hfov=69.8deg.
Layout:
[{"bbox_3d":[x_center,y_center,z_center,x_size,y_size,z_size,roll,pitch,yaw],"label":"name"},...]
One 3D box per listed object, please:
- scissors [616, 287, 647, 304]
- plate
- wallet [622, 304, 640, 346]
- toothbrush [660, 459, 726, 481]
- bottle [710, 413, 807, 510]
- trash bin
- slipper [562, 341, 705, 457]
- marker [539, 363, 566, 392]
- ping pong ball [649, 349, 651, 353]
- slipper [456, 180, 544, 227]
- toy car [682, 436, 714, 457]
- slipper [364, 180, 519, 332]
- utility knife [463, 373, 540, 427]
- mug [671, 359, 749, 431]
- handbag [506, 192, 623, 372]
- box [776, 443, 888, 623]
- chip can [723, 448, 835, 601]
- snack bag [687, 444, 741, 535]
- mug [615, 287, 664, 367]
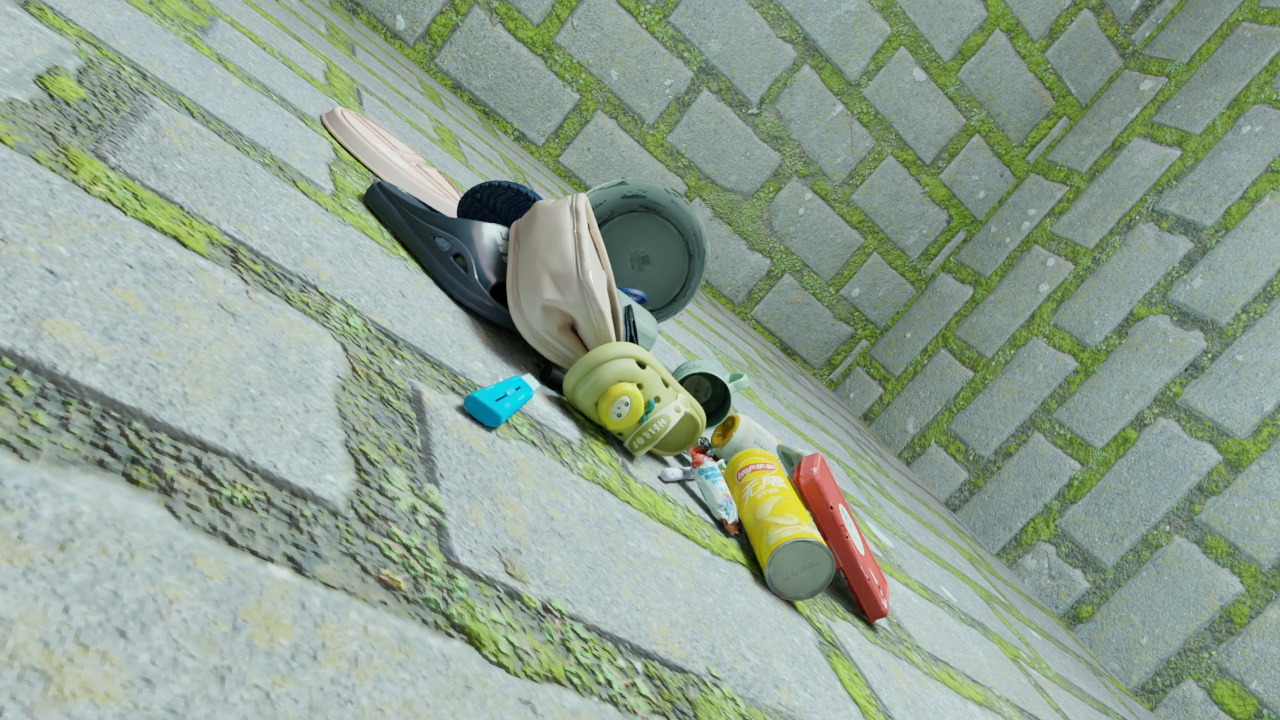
[{"bbox_3d":[-0.072,-0.091,1.271,0.162,0.012,0.176,1,-22,10],"label":"scissors"},{"bbox_3d":[-0.333,-0.273,1.266,0.229,0.028,0.229,39,10,-9],"label":"plate"},{"bbox_3d":[-0.006,0.006,1.047,0.120,0.019,0.097,-96,179,-54],"label":"wallet"},{"bbox_3d":[0.061,0.125,1.017,0.021,0.029,0.189,1,-5,23],"label":"toothbrush"},{"bbox_3d":[0.179,0.144,1.223,0.189,0.068,0.068,37,11,-19],"label":"bottle"},{"bbox_3d":[-0.009,-0.162,1.469,0.229,0.229,0.252,40,4,-1],"label":"trash bin"},{"bbox_3d":[0.008,0.053,0.934,0.190,0.092,0.081,36,13,-41],"label":"slipper"},{"bbox_3d":[-0.052,0.039,0.962,0.020,0.022,0.132,-5,-29,46],"label":"marker"},{"bbox_3d":[-0.005,-0.012,1.302,0.040,0.040,0.040,39,10,-9],"label":"ping pong ball"},{"bbox_3d":[-0.114,-0.122,1.133,0.253,0.105,0.095,49,12,-10],"label":"slipper"},{"bbox_3d":[0.040,0.083,1.075,0.105,0.031,0.049,38,7,22],"label":"toy car"},{"bbox_3d":[-0.193,-0.129,1.002,0.268,0.083,0.110,42,12,18],"label":"slipper"},{"bbox_3d":[-0.112,0.028,0.795,0.034,0.018,0.191,40,8,0],"label":"utility knife"},{"bbox_3d":[0.091,0.040,1.236,0.106,0.112,0.082,-78,148,-81],"label":"mug"},{"bbox_3d":[-0.057,-0.048,1.013,0.193,0.093,0.234,-98,164,-46],"label":"handbag"},{"bbox_3d":[0.229,0.195,1.086,0.201,0.060,0.161,61,5,-11],"label":"box"},{"bbox_3d":[0.141,0.168,0.977,0.072,0.072,0.213,38,11,-15],"label":"chip can"},{"bbox_3d":[0.078,0.137,0.966,0.045,0.026,0.105,27,36,-64],"label":"snack bag"},{"bbox_3d":[-0.026,-0.037,1.224,0.103,0.084,0.124,31,17,-52],"label":"mug"}]
